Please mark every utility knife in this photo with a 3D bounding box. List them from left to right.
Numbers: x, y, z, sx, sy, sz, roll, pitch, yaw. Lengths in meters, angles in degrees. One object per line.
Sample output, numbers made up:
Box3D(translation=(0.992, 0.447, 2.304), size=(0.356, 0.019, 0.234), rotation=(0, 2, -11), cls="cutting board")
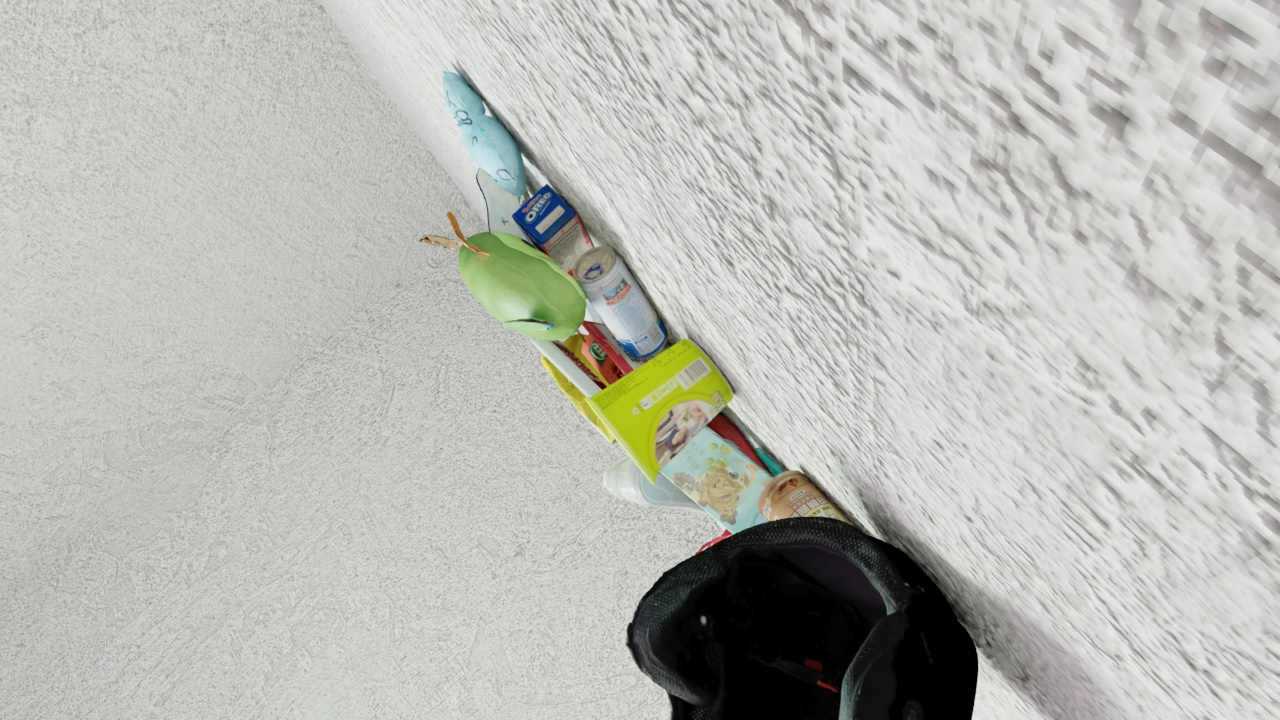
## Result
Box3D(translation=(0.170, 0.140, 0.974), size=(0.029, 0.013, 0.187), rotation=(49, 179, -37), cls="utility knife")

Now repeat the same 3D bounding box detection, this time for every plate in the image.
Box3D(translation=(-0.158, -0.166, 1.207), size=(0.205, 0.045, 0.205), rotation=(-17, -92, -88), cls="plate")

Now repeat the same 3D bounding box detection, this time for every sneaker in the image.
Box3D(translation=(0.052, 0.162, 1.212), size=(0.241, 0.089, 0.091), rotation=(8, 169, -43), cls="sneaker")

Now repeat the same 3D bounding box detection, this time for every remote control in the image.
Box3D(translation=(-0.069, 0.014, 1.036), size=(0.136, 0.020, 0.056), rotation=(43, -174, 20), cls="remote control")

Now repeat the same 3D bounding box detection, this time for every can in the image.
Box3D(translation=(-0.020, -0.060, 0.983), size=(0.053, 0.053, 0.134), rotation=(47, 175, 45), cls="can")
Box3D(translation=(0.166, 0.160, 0.871), size=(0.116, 0.058, 0.058), rotation=(47, 175, 43), cls="can")

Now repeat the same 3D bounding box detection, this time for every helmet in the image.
Box3D(translation=(0.135, 0.261, 0.708), size=(0.230, 0.274, 0.234), rotation=(20, 174, -39), cls="helmet")

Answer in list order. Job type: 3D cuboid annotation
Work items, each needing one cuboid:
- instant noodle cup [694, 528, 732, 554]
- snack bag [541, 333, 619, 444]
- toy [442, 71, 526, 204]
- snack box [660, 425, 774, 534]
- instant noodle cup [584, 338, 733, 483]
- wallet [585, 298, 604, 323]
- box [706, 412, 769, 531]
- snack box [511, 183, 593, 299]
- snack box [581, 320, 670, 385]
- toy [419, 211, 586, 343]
Box3D(translation=(0.165, 0.253, 1.152), size=(0.194, 0.194, 0.065), rotation=(53, -147, -30), cls="instant noodle cup")
Box3D(translation=(-0.010, 0.038, 1.178), size=(0.158, 0.068, 0.246), rotation=(45, -163, 27), cls="snack bag")
Box3D(translation=(-0.171, -0.246, 1.020), size=(0.156, 0.050, 0.161), rotation=(55, 179, -29), cls="toy")
Box3D(translation=(0.086, 0.129, 1.053), size=(0.175, 0.074, 0.051), rotation=(36, -176, 39), cls="snack box")
Box3D(translation=(0.025, 0.044, 0.931), size=(0.111, 0.123, 0.112), rotation=(51, 175, 6), cls="instant noodle cup")
Box3D(translation=(-0.059, -0.071, 1.469), size=(0.106, 0.037, 0.130), rotation=(61, 175, 0), cls="wallet")
Box3D(translation=(0.122, 0.168, 1.173), size=(0.201, 0.098, 0.095), rotation=(53, 175, -28), cls="box")
Box3D(translation=(-0.091, -0.133, 1.091), size=(0.057, 0.058, 0.207), rotation=(47, 175, 16), cls="snack box")
Box3D(translation=(-0.006, 0.006, 1.071), size=(0.127, 0.044, 0.113), rotation=(6, -149, -42), cls="snack box")
Box3D(translation=(-0.133, -0.084, 0.986), size=(0.227, 0.090, 0.247), rotation=(37, 177, -38), cls="toy")
